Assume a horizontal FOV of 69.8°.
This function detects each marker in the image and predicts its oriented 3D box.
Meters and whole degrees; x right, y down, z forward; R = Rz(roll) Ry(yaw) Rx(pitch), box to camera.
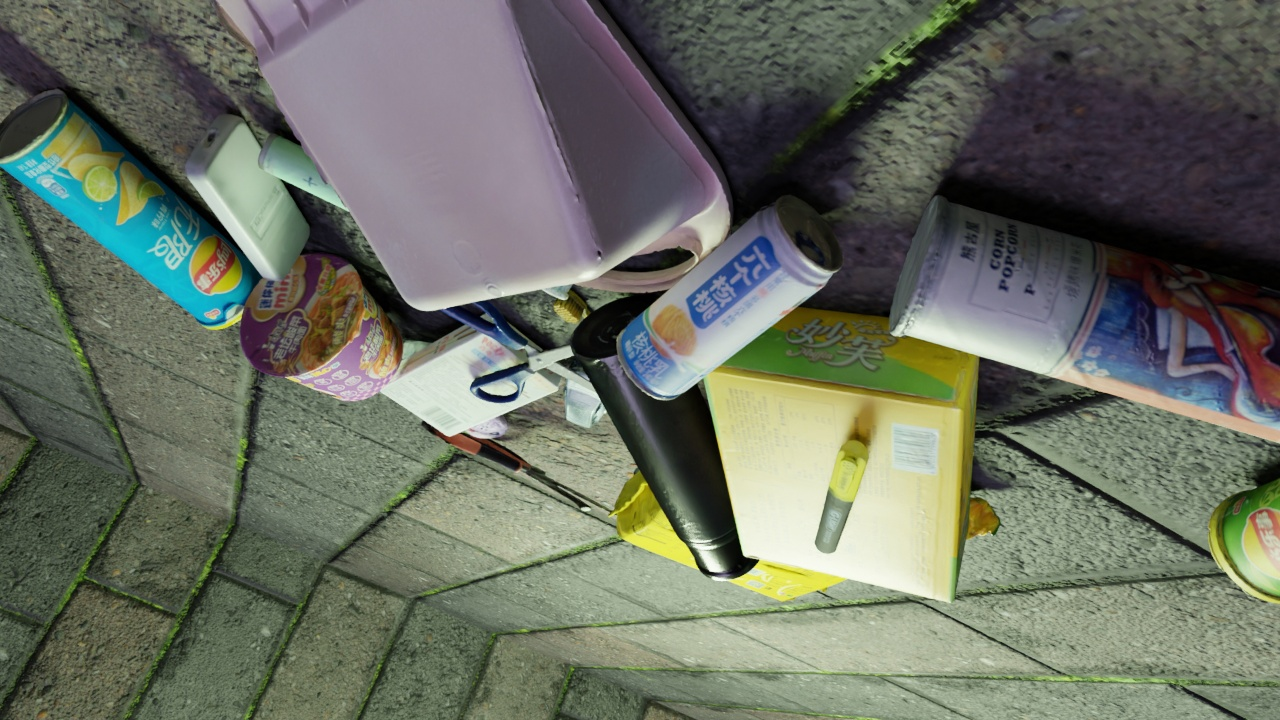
[{"bbox_3d":[0.126,0.092,0.584,0.018,0.015,0.124,22,144,17],"label":"marker"}]

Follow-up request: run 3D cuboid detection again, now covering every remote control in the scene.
[{"bbox_3d":[-0.275,-0.111,0.650,0.020,0.055,0.136,14,155,10],"label":"remote control"}]

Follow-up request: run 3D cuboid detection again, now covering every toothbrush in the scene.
[{"bbox_3d":[-0.150,-0.093,0.626,0.224,0.027,0.026,26,-170,-9],"label":"toothbrush"},{"bbox_3d":[-0.004,0.004,0.718,0.016,0.016,0.190,-4,145,41],"label":"toothbrush"}]

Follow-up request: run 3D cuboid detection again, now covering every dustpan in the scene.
[{"bbox_3d":[-0.075,-0.133,0.512,0.223,0.138,0.273,-2,119,42],"label":"dustpan"}]

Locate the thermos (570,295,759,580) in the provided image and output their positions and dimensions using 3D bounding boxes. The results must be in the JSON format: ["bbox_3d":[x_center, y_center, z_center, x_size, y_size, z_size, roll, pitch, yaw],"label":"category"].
[{"bbox_3d":[0.034,0.059,0.689,0.068,0.089,0.243,15,142,44],"label":"thermos"}]

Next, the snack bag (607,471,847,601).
[{"bbox_3d":[0.097,0.158,0.852,0.246,0.068,0.158,22,151,-10],"label":"snack bag"}]

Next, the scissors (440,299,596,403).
[{"bbox_3d":[-0.089,-0.001,0.717,0.173,0.012,0.163,30,142,-13],"label":"scissors"}]

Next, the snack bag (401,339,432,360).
[{"bbox_3d":[-0.183,0.001,0.838,0.104,0.026,0.048,11,139,17],"label":"snack bag"}]

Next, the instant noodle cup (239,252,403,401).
[{"bbox_3d":[-0.259,-0.019,0.772,0.112,0.111,0.099,11,160,20],"label":"instant noodle cup"}]

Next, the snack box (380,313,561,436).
[{"bbox_3d":[-0.149,0.016,0.796,0.157,0.026,0.084,-24,129,38],"label":"snack box"}]

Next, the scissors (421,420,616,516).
[{"bbox_3d":[-0.126,0.109,0.945,0.226,0.015,0.189,27,175,-10],"label":"scissors"}]

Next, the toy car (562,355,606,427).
[{"bbox_3d":[-0.047,0.028,0.780,0.043,0.034,0.091,23,154,3],"label":"toy car"}]

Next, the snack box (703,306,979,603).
[{"bbox_3d":[0.138,0.064,0.616,0.158,0.069,0.210,8,138,25],"label":"snack box"}]

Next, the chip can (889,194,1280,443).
[{"bbox_3d":[0.234,-0.015,0.434,0.215,0.071,0.071,17,155,7],"label":"chip can"}]

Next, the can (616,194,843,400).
[{"bbox_3d":[0.047,-0.032,0.514,0.053,0.053,0.135,32,131,-23],"label":"can"}]

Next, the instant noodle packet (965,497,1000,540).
[{"bbox_3d":[0.205,0.106,0.731,0.128,0.044,0.111,35,154,-27],"label":"instant noodle packet"}]

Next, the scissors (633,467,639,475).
[{"bbox_3d":[0.076,0.126,0.900,0.170,0.019,0.181,20,154,4],"label":"scissors"}]

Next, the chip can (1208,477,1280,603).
[{"bbox_3d":[0.400,0.072,0.479,0.072,0.072,0.222,19,155,4],"label":"chip can"}]

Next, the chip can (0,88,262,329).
[{"bbox_3d":[-0.395,-0.111,0.724,0.071,0.071,0.210,6,151,28],"label":"chip can"}]

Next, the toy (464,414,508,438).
[{"bbox_3d":[-0.166,0.046,0.898,0.084,0.038,0.108,12,153,21],"label":"toy"}]
